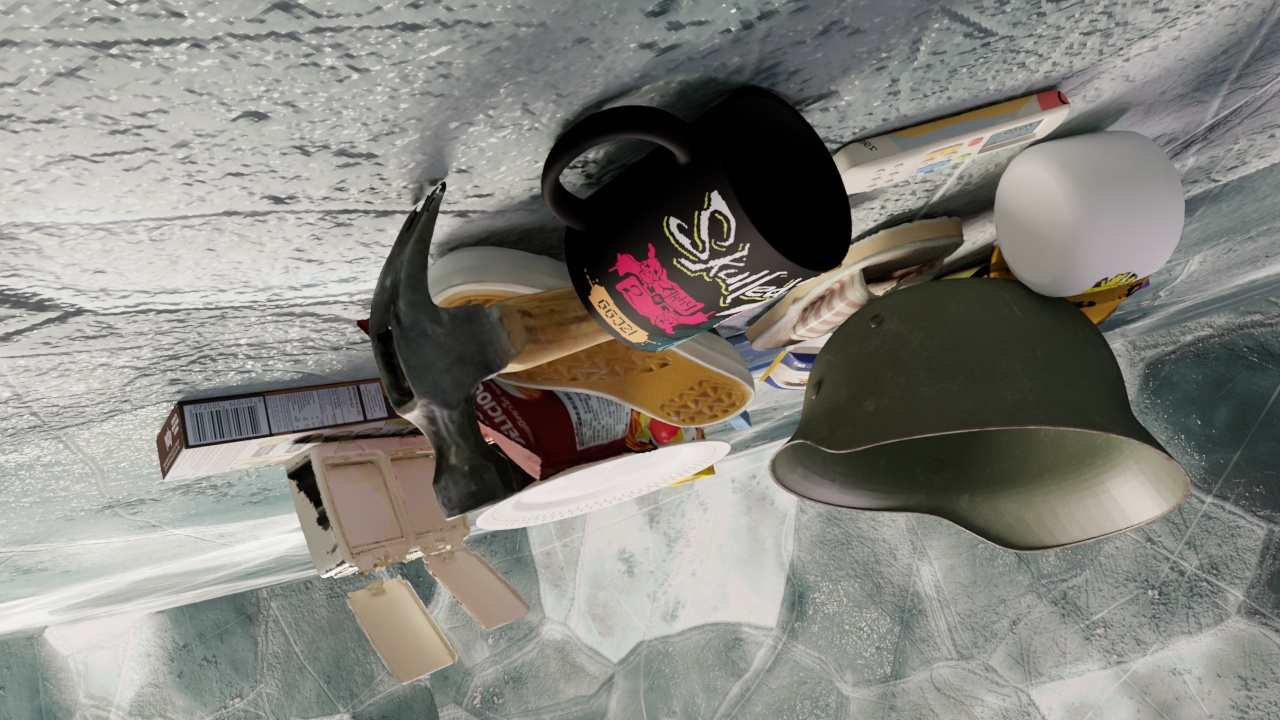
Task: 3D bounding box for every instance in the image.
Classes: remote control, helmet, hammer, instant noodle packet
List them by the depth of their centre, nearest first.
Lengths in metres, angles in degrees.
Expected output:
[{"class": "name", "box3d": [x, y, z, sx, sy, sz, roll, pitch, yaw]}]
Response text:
[{"class": "hammer", "box3d": [0.011, -0.036, 0.473, 0.329, 0.132, 0.033, -19, 174, -46]}, {"class": "remote control", "box3d": [0.161, -0.114, 0.482, 0.125, 0.018, 0.038, -16, 169, 0]}, {"class": "helmet", "box3d": [0.214, 0.029, 0.639, 0.227, 0.153, 0.269, 29, 144, -36]}, {"class": "instant noodle packet", "box3d": [0.186, 0.007, 0.859, 0.134, 0.026, 0.087, 2, 161, -7]}]

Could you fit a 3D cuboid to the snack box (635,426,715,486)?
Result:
[{"class": "snack box", "box3d": [0.023, 0.090, 1.065, 0.062, 0.110, 0.230, -17, 169, 14]}]

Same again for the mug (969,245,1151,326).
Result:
[{"class": "mug", "box3d": [0.302, -0.073, 0.671, 0.124, 0.100, 0.094, -13, 168, 10]}]

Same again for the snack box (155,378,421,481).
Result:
[{"class": "snack box", "box3d": [-0.249, 0.048, 0.683, 0.185, 0.031, 0.101, -7, 166, -37]}]

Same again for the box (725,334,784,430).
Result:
[{"class": "box", "box3d": [0.121, 0.024, 0.972, 0.086, 0.073, 0.209, -21, 168, 7]}]

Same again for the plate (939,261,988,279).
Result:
[{"class": "plate", "box3d": [0.319, -0.070, 0.821, 0.184, 0.036, 0.184, -17, -177, 1]}]

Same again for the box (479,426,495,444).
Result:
[{"class": "box", "box3d": [-0.084, 0.027, 0.754, 0.188, 0.056, 0.070, -23, -161, 39]}]

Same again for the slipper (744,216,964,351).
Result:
[{"class": "slipper", "box3d": [0.165, -0.044, 0.746, 0.115, 0.052, 0.263, -13, 169, -20]}]

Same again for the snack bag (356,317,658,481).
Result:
[{"class": "snack bag", "box3d": [-0.063, 0.016, 0.579, 0.067, 0.139, 0.207, -50, 161, 11]}]

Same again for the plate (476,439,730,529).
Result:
[{"class": "plate", "box3d": [-0.034, 0.110, 0.849, 0.242, 0.016, 0.243, -16, 164, -5]}]

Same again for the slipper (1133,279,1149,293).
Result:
[{"class": "slipper", "box3d": [0.371, -0.027, 0.928, 0.267, 0.084, 0.107, -15, -176, 25]}]

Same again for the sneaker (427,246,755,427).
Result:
[{"class": "sneaker", "box3d": [-0.022, -0.027, 0.537, 0.235, 0.079, 0.088, 20, 136, -41]}]

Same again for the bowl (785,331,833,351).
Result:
[{"class": "bowl", "box3d": [0.224, -0.009, 0.921, 0.149, 0.043, 0.150, 18, 157, 8]}]

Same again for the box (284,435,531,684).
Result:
[{"class": "box", "box3d": [-0.171, 0.138, 0.690, 0.058, 0.187, 0.144, -38, 164, 23]}]

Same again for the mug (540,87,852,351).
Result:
[{"class": "mug", "box3d": [0.015, -0.065, 0.394, 0.118, 0.081, 0.098, 27, 144, -33]}]

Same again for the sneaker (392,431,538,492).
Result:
[{"class": "sneaker", "box3d": [-0.181, 0.110, 0.898, 0.237, 0.101, 0.143, -3, 160, -31]}]

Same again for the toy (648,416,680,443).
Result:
[{"class": "toy", "box3d": [-0.005, 0.005, 0.786, 0.133, 0.094, 0.087, 8, -142, 43]}]

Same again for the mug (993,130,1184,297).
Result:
[{"class": "mug", "box3d": [0.264, -0.087, 0.564, 0.068, 0.094, 0.116, -12, 176, -10]}]
